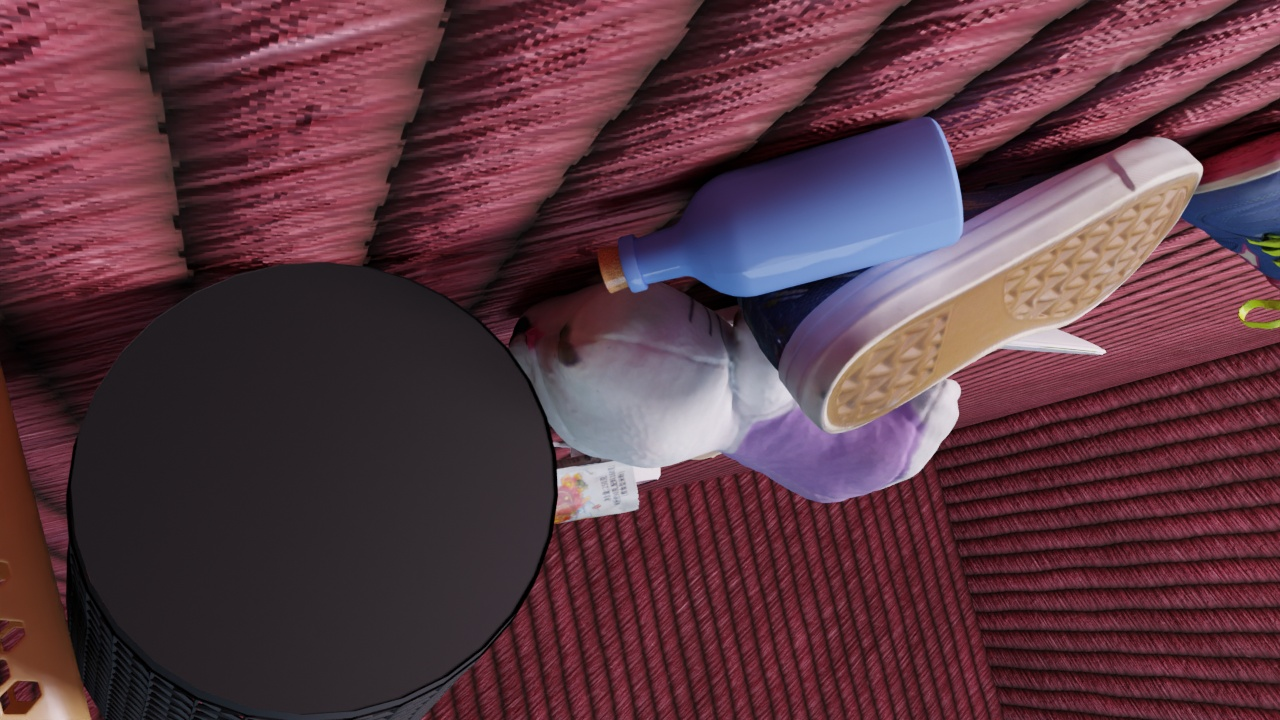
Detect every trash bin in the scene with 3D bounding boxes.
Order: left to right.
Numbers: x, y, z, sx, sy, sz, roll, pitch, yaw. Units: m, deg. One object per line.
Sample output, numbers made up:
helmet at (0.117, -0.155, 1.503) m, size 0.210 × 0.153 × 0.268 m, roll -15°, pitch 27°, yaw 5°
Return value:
trash bin at (-0.153, 0.082, 0.423) m, size 0.216 × 0.216 × 0.244 m, roll -7°, pitch 162°, yaw -27°

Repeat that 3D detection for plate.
plate at (0.145, -0.028, 0.536) m, size 0.229 × 0.030 × 0.229 m, roll 5°, pitch -178°, yaw 0°

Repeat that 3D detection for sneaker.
sneaker at (0.146, -0.052, 0.403) m, size 0.235 × 0.079 × 0.088 m, roll -24°, pitch 143°, yaw -22°
sneaker at (0.363, -0.068, 0.487) m, size 0.241 × 0.091 × 0.117 m, roll -1°, pitch 167°, yaw -44°

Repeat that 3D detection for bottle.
bottle at (0.048, -0.050, 0.343) m, size 0.131 × 0.048 × 0.048 m, roll -14°, pitch 169°, yaw 10°

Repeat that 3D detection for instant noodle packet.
instant noodle packet at (-0.136, 0.133, 0.792) m, size 0.269 × 0.057 × 0.147 m, roll -13°, pitch 159°, yaw -6°

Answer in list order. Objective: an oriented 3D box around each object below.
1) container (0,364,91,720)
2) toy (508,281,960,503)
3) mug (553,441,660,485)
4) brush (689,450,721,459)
container at (-0.304, 0.090, 0.321) m, size 0.166 × 0.183 × 0.129 m, roll -14°, pitch 172°, yaw -34°
toy at (0.039, 0.019, 0.461) m, size 0.209 × 0.085 × 0.138 m, roll 15°, pitch 172°, yaw -14°
mug at (-0.042, 0.090, 0.900) m, size 0.123 × 0.076 × 0.090 m, roll -10°, pitch 169°, yaw -14°
brush at (0.135, 0.085, 0.926) m, size 0.273 × 0.062 × 0.077 m, roll 6°, pitch -178°, yaw 41°
